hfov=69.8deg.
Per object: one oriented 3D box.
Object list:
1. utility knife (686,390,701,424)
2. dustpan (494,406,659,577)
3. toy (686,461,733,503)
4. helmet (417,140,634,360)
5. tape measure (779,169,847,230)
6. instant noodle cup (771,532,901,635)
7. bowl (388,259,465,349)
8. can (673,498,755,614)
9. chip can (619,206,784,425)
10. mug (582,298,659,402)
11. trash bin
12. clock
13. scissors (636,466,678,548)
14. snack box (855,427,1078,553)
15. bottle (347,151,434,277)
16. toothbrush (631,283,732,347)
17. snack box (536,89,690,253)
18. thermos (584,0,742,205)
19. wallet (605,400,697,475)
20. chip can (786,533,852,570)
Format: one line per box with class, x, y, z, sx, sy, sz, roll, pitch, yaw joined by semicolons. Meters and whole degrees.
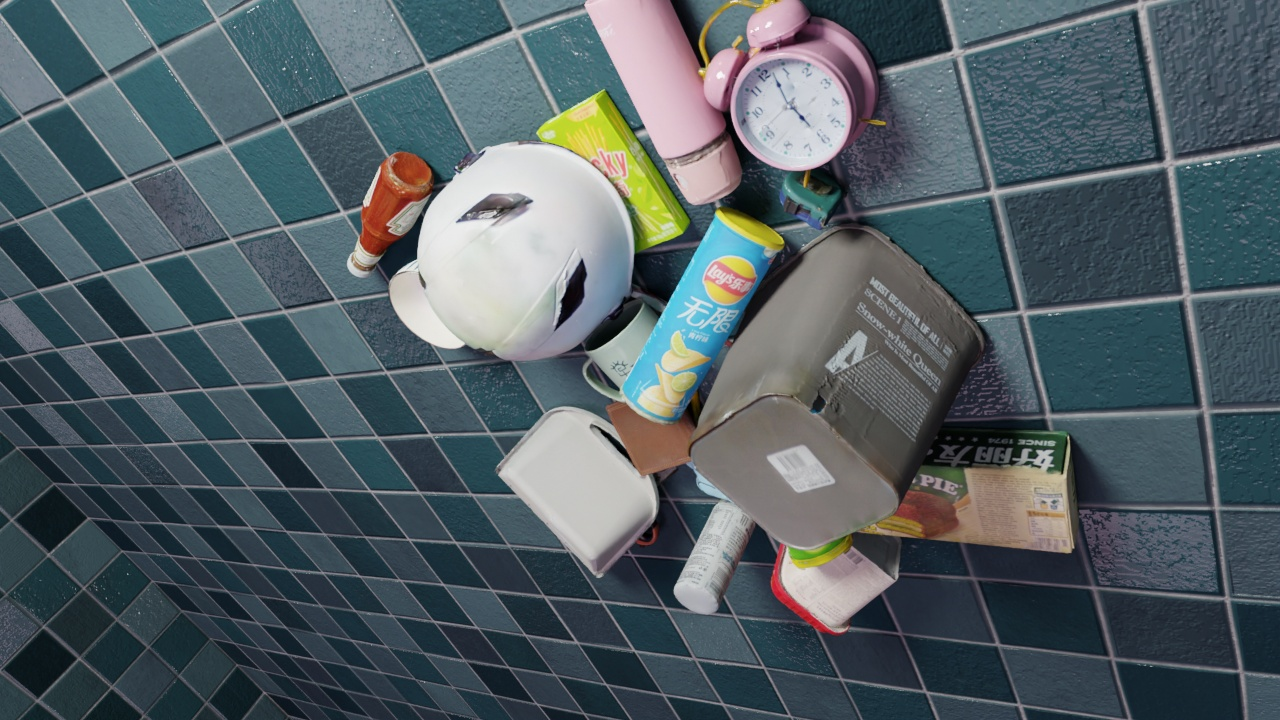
utility knife;0.060;0.057;1.085;0.033;0.015;0.218;10;134;26
dustpan;-0.078;0.171;1.257;0.222;0.142;0.258;45;168;4
toy;0.115;0.112;1.075;0.157;0.049;0.161;-6;123;34
helmet;-0.135;-0.094;0.943;0.229;0.145;0.259;47;144;-12
tape measure;0.150;-0.145;0.804;0.054;0.058;0.025;30;139;11
instant noodle cup;0.236;0.242;1.087;0.116;0.116;0.124;39;128;-7
bowl;-0.237;-0.078;1.106;0.116;0.066;0.117;18;138;17
can;0.095;0.241;1.140;0.058;0.146;0.058;17;136;17
chip can;0.057;-0.040;0.887;0.071;0.071;0.211;30;112;4
mug;-0.006;0.006;0.997;0.112;0.082;0.106;-32;112;26
trash bin;0.171;0.030;0.837;0.199;0.219;0.199;42;138;-7
clock;0.116;-0.225;0.745;0.158;0.059;0.117;44;137;-9
scissors;-0.001;0.189;1.230;0.198;0.015;0.213;0;128;36
snack box;0.320;0.130;0.955;0.241;0.063;0.114;-1;128;33
bottle;-0.300;-0.162;1.073;0.060;0.059;0.207;40;139;-8
toothbrush;0.063;-0.041;0.990;0.187;0.016;0.017;29;131;5
snack box;-0.026;-0.180;0.904;0.086;0.026;0.156;-15;119;40
thermos;0.022;-0.233;0.801;0.087;0.067;0.199;29;154;58
wallet;0.020;0.082;1.095;0.125;0.032;0.101;-25;94;50
chip can;0.150;0.114;0.985;0.073;0.072;0.221;-20;102;43
